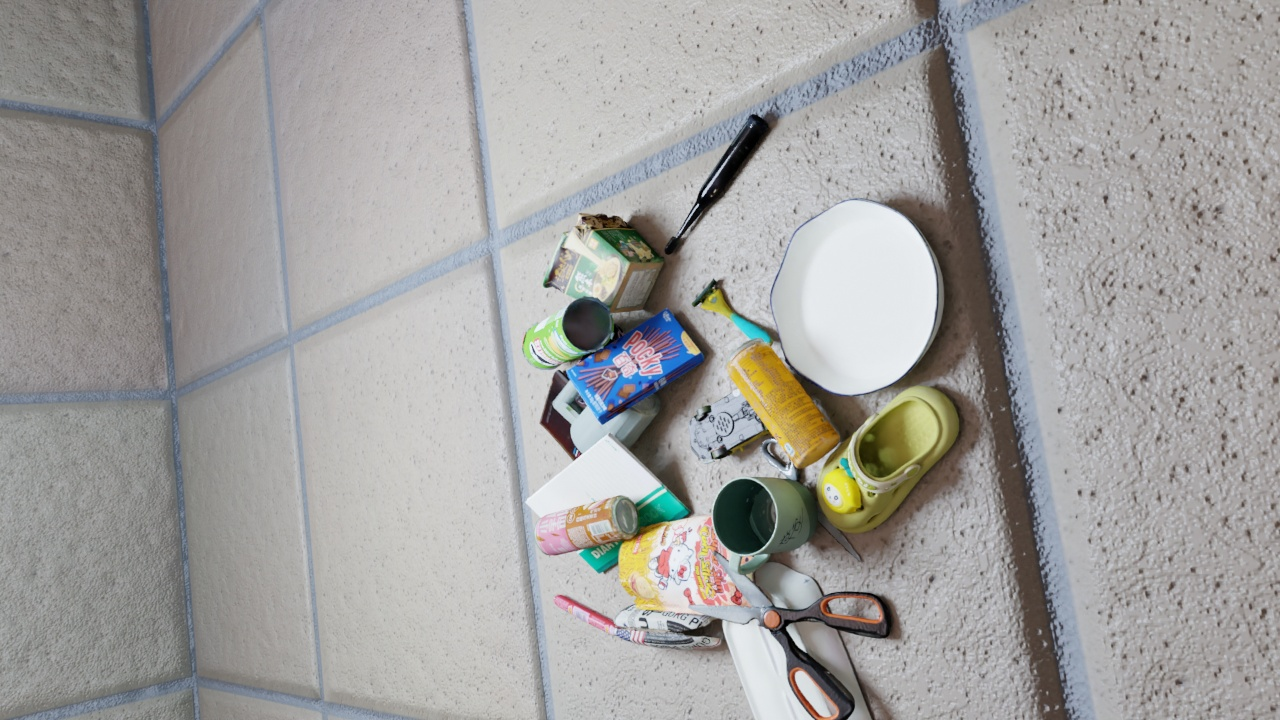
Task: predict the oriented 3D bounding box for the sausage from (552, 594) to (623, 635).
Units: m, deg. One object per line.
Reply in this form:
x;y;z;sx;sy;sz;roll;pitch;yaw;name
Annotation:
-0.076;0.367;1.321;0.156;0.020;0.020;12;99;45;sausage

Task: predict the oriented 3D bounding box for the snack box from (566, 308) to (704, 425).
-0.007;0.007;1.168;0.157;0.026;0.084;-32;59;-5;snack box

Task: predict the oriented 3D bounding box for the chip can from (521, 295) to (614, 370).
-0.102;-0.033;1.238;0.236;0.072;0.072;162;104;-70;chip can

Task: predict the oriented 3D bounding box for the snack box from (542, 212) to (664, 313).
-0.042;-0.120;1.220;0.105;0.118;0.118;39;118;27;snack box

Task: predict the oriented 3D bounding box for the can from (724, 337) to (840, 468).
0.155;0.046;1.012;0.058;0.058;0.146;-51;62;34;can

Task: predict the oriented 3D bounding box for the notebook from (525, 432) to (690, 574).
-0.049;0.197;1.239;0.150;0.012;0.210;45;129;-4;notebook

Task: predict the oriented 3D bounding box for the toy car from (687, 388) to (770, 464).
0.119;0.068;1.096;0.156;0.041;0.071;-35;66;35;toy car

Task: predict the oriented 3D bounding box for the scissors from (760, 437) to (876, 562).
0.186;0.159;1.051;0.160;0.014;0.171;-26;73;43;scissors

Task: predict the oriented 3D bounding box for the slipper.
0.241;0.101;0.947;0.191;0.081;0.091;-53;53;29;slipper

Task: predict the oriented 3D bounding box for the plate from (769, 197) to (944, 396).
0.232;-0.065;0.977;0.205;0.045;0.205;2;93;47;plate

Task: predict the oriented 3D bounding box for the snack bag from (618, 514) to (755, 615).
0.065;0.251;1.131;0.208;0.073;0.128;-16;62;47;snack bag

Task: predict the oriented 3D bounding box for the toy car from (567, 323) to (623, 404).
-0.059;0.004;1.287;0.056;0.037;0.122;41;106;39;toy car

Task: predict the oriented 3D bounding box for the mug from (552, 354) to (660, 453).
-0.048;0.064;1.228;0.124;0.083;0.104;42;122;6;mug

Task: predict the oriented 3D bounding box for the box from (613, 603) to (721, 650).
0.032;0.353;1.177;0.164;0.074;0.079;-9;92;43;box

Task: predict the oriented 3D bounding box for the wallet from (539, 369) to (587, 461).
-0.102;0.085;1.345;0.122;0.020;0.096;42;120;39;wallet

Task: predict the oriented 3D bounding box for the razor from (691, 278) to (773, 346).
0.117;-0.050;1.108;0.043;0.028;0.132;-47;50;-1;razor

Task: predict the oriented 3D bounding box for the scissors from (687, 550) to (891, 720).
0.170;0.292;1.013;0.224;0.021;0.220;-30;70;16;scissors

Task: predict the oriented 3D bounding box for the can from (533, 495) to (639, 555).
-0.072;0.221;1.219;0.148;0.057;0.058;-20;76;35;can

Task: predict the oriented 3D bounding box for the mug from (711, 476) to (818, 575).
0.136;0.183;1.010;0.082;0.106;0.112;24;98;36;mug

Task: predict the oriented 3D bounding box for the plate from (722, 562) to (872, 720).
0.170;0.367;1.055;0.162;0.034;0.265;-36;66;40;plate

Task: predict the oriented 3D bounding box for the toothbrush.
0.088;-0.212;1.139;0.213;0.026;0.027;-53;21;34;toothbrush
